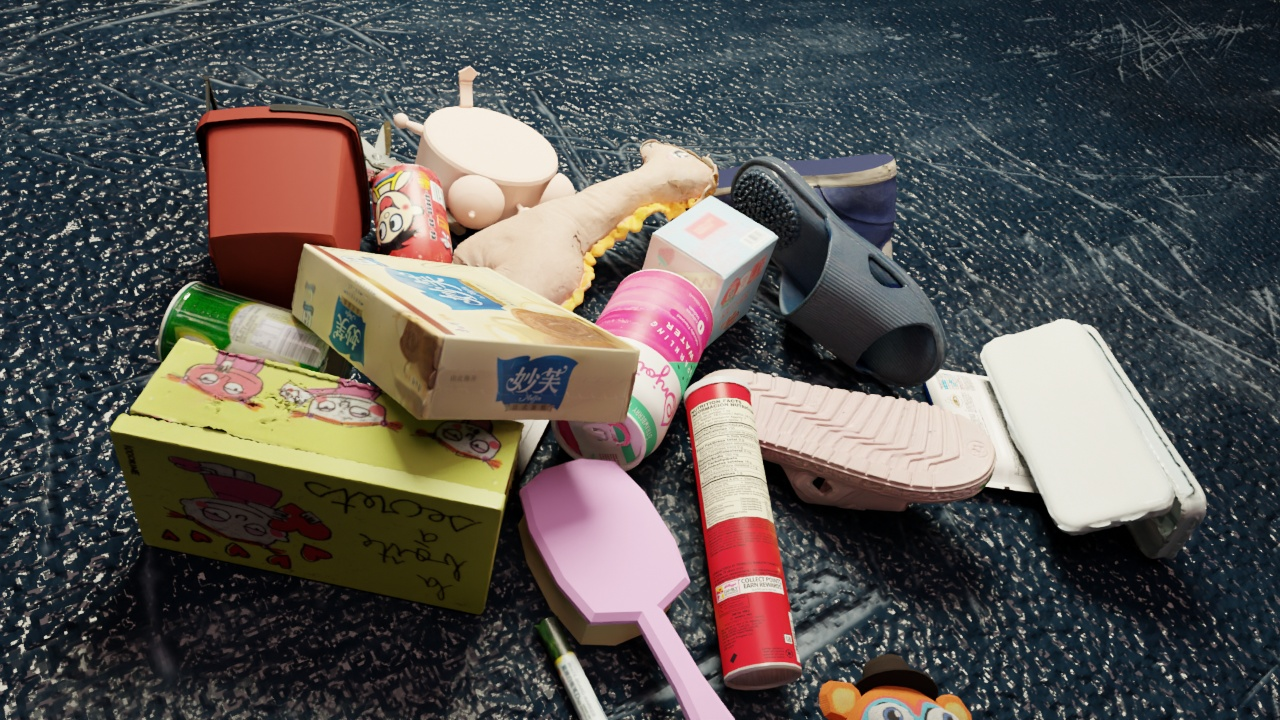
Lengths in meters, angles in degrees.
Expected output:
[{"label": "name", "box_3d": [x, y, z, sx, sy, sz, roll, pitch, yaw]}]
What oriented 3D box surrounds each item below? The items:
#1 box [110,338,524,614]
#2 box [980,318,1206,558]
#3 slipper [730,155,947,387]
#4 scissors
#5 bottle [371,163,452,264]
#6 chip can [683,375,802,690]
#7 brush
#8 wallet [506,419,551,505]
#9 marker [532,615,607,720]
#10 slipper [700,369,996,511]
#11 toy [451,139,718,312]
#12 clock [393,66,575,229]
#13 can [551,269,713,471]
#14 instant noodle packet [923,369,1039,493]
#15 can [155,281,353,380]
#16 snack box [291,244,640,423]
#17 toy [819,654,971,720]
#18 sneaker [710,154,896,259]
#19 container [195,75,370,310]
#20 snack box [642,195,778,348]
[{"label": "box", "box_3d": [-0.190, 0.076, 0.570, 0.221, 0.125, 0.082, 16, 44, -4]}, {"label": "box", "box_3d": [0.385, 0.070, 0.793, 0.130, 0.106, 0.210, -14, 47, 12]}, {"label": "slipper", "box_3d": [0.156, -0.073, 0.823, 0.082, 0.101, 0.263, -26, 69, -37]}, {"label": "scissors", "box_3d": [-0.238, -0.166, 0.872, 0.179, 0.015, 0.195, 21, 44, 4]}, {"label": "bottle", "box_3d": [-0.192, -0.096, 0.781, 0.062, 0.062, 0.137, -4, 62, -21]}, {"label": "chip can", "box_3d": [0.068, 0.114, 0.640, 0.051, 0.052, 0.214, 4, 54, -14]}, {"label": "brush", "box_3d": [-0.004, 0.163, 0.596, 0.089, 0.043, 0.228, -14, 52, -29]}, {"label": "wallet", "box_3d": [-0.119, 0.048, 0.695, 0.091, 0.018, 0.115, 21, 46, 3]}, {"label": "marker", "box_3d": [-0.027, 0.219, 0.552, 0.017, 0.017, 0.146, -13, 52, -28]}, {"label": "slipper", "box_3d": [0.151, 0.071, 0.727, 0.239, 0.064, 0.094, 14, 43, 21]}, {"label": "toy", "box_3d": [-0.029, -0.104, 0.815, 0.264, 0.065, 0.196, -23, 58, -17]}, {"label": "clock", "box_3d": [-0.143, -0.195, 0.877, 0.130, 0.086, 0.160, -10, 57, -38]}, {"label": "can", "box_3d": [-0.004, 0.004, 0.722, 0.088, 0.088, 0.165, 23, 44, 5]}, {"label": "instant noodle packet", "box_3d": [0.302, 0.059, 0.810, 0.087, 0.026, 0.134, 8, 44, -10]}, {"label": "can", "box_3d": [-0.276, -0.009, 0.664, 0.121, 0.067, 0.067, 17, 44, -1]}, {"label": "snack box", "box_3d": [-0.123, -0.020, 0.622, 0.153, 0.055, 0.207, 4, 17, -42]}, {"label": "toy", "box_3d": [0.155, 0.257, 0.527, 0.112, 0.096, 0.175, 8, 33, -10]}, {"label": "sneaker", "box_3d": [0.151, -0.135, 0.937, 0.233, 0.118, 0.091, 0, 26, 32]}, {"label": "container", "box_3d": [-0.283, -0.141, 0.731, 0.127, 0.148, 0.200, -3, 59, -12]}, {"label": "snack box", "box_3d": [0.055, -0.076, 0.818, 0.079, 0.095, 0.092, 35, 47, 18]}]
